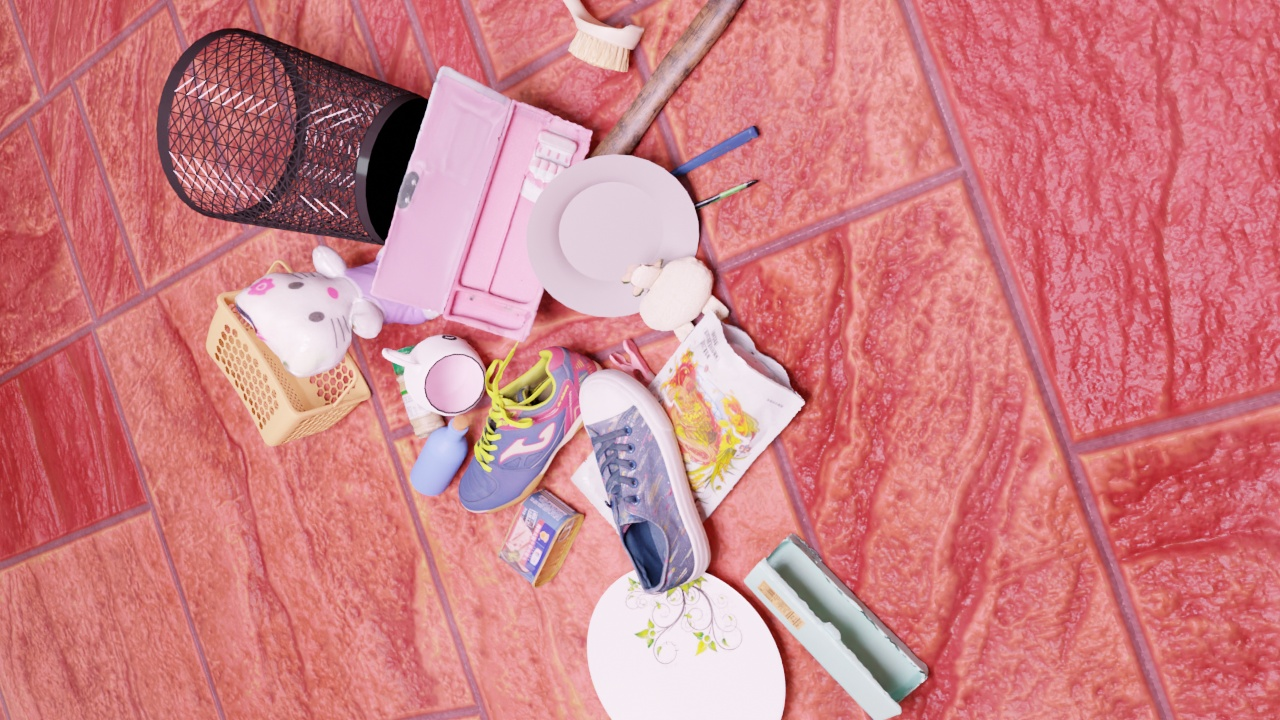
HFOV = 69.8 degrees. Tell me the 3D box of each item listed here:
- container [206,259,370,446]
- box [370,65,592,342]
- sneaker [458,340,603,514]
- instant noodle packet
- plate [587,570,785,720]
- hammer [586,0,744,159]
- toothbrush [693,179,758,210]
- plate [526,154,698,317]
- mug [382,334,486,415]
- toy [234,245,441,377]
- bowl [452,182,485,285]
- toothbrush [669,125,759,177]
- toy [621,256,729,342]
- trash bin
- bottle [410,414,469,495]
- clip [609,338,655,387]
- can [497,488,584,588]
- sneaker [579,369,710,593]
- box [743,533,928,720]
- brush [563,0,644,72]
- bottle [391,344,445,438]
[{"bbox_3d":[-0.423,-0.010,1.123,0.167,0.129,0.183,-43,77,32],"label":"container"},{"bbox_3d":[-0.158,-0.151,0.921,0.055,0.180,0.233,23,94,62],"label":"box"},{"bbox_3d":[-0.144,0.073,1.010,0.242,0.091,0.116,-47,41,21],"label":"sneaker"},{"bbox_3d":[0.040,0.089,0.949,0.147,0.057,0.270,45,119,15],"label":"instant noodle packet"},{"bbox_3d":[0.049,0.327,0.989,0.230,0.030,0.229,4,99,26],"label":"plate"},{"bbox_3d":[0.055,-0.301,0.896,0.120,0.033,0.331,47,115,12],"label":"hammer"},{"bbox_3d":[0.035,-0.149,0.937,0.188,0.014,0.017,-20,80,27],"label":"toothbrush"},{"bbox_3d":[-0.028,-0.126,0.925,0.172,0.019,0.173,-3,120,-6],"label":"plate"},{"bbox_3d":[-0.237,0.010,1.040,0.076,0.123,0.090,30,95,56],"label":"mug"},{"bbox_3d":[-0.339,-0.063,1.040,0.137,0.208,0.086,54,143,13],"label":"toy"},{"bbox_3d":[-0.173,-0.144,1.013,0.132,0.064,0.132,4,99,26],"label":"bowl"},{"bbox_3d":[0.037,-0.186,0.930,0.190,0.016,0.017,-25,93,27],"label":"toothbrush"},{"bbox_3d":[0.034,-0.067,0.926,0.112,0.050,0.087,37,115,-9],"label":"toy"},{"bbox_3d":[-0.357,-0.235,1.022,0.243,0.216,0.217,17,105,17],"label":"trash bin"},{"bbox_3d":[-0.227,0.106,1.064,0.048,0.047,0.131,48,134,13],"label":"bottle"},{"bbox_3d":[-0.003,0.003,0.976,0.035,0.022,0.057,-44,83,22],"label":"clip"},{"bbox_3d":[-0.113,0.200,1.040,0.059,0.053,0.100,34,110,21],"label":"can"},{"bbox_3d":[-0.004,0.122,0.915,0.088,0.079,0.235,-23,90,35],"label":"sneaker"},{"bbox_3d":[0.179,0.267,0.889,0.189,0.079,0.078,46,115,14],"label":"box"},{"bbox_3d":[-0.084,-0.406,0.942,0.077,0.062,0.272,-35,77,22],"label":"brush"},{"bbox_3d":[-0.266,0.038,1.101,0.043,0.042,0.110,-18,91,28],"label":"bottle"}]
